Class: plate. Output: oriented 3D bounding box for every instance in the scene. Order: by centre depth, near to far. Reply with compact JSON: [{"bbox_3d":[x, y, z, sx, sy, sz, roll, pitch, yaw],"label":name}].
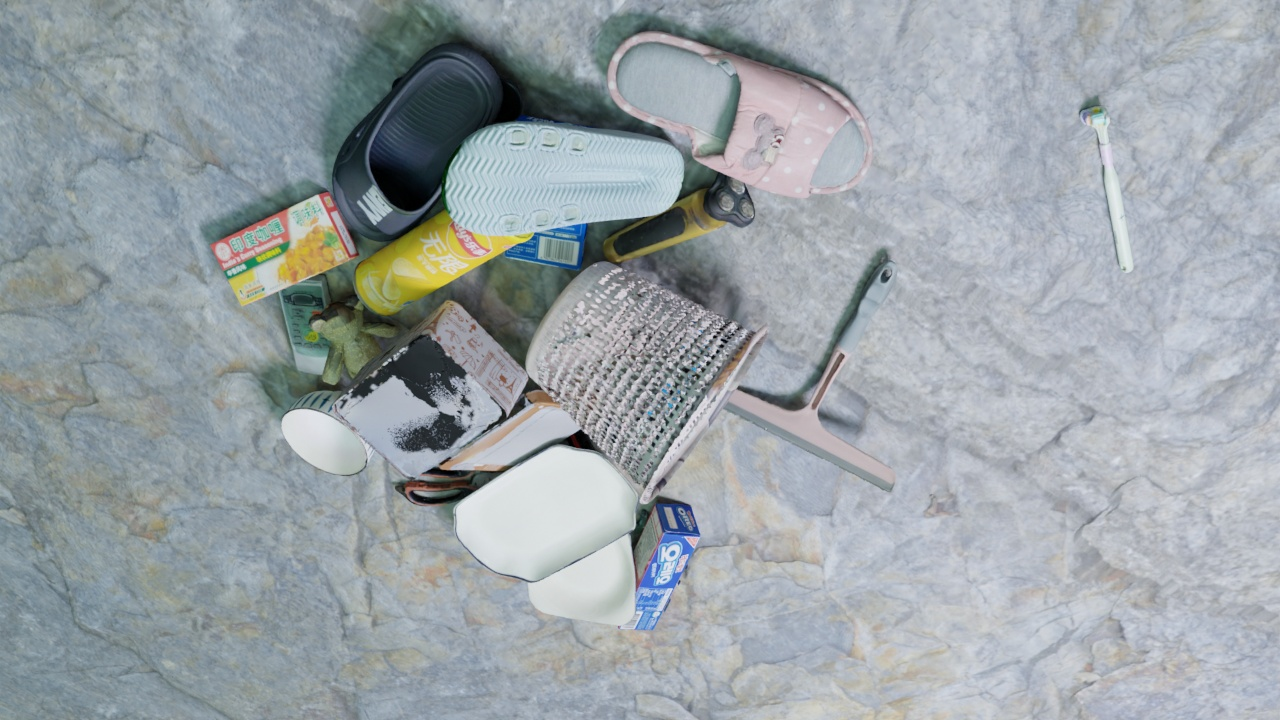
[{"bbox_3d":[-0.121,0.192,1.179,0.266,0.034,0.162,-34,110,27],"label":"plate"},{"bbox_3d":[-0.080,0.273,1.244,0.164,0.034,0.164,3,107,21],"label":"plate"}]

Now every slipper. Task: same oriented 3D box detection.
[{"bbox_3d":[0.098,-0.233,0.879,0.274,0.054,0.114,21,121,-9],"label":"slipper"},{"bbox_3d":[-0.073,-0.182,0.890,0.245,0.074,0.104,-7,116,-25],"label":"slipper"},{"bbox_3d":[-0.239,-0.201,0.913,0.110,0.083,0.269,39,131,-17],"label":"slipper"}]

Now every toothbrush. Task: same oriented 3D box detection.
[{"bbox_3d":[0.467,-0.164,0.910,0.020,0.029,0.189,-40,122,-17],"label":"toothbrush"}]

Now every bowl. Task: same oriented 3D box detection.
[{"bbox_3d":[-0.379,0.081,1.144,0.116,0.066,0.117,10,133,11],"label":"bowl"}]

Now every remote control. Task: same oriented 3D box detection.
[{"bbox_3d":[-0.180,-0.263,0.910,0.136,0.024,0.053,5,134,13],"label":"remote control"},{"bbox_3d":[-0.393,-0.042,1.095,0.056,0.019,0.135,4,125,3],"label":"remote control"}]

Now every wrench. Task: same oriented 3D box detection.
[{"bbox_3d":[-0.062,0.128,1.175,0.056,0.016,0.273,-19,121,14],"label":"wrench"}]

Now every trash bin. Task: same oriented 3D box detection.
[{"bbox_3d":[-0.005,0.006,0.969,0.192,0.226,0.228,35,124,9],"label":"trash bin"}]

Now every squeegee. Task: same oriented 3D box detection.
[{"bbox_3d":[0.228,-0.007,1.035,0.248,0.040,0.250,27,119,8],"label":"squeegee"}]

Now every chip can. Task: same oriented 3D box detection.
[{"bbox_3d":[-0.211,-0.117,0.971,0.214,0.071,0.072,-23,119,31],"label":"chip can"}]

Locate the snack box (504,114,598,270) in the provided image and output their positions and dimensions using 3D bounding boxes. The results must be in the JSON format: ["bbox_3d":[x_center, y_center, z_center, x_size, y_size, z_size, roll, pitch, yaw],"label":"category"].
[{"bbox_3d":[-0.094,-0.174,0.963,0.084,0.026,0.157,10,125,-1],"label":"snack box"}]

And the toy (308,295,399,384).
[{"bbox_3d":[-0.332,-0.007,1.086,0.105,0.066,0.157,-35,136,-21],"label":"toy"}]

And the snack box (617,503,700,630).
[{"bbox_3d":[0.019,0.282,1.241,0.057,0.058,0.208,7,127,-18],"label":"snack box"}]

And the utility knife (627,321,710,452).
[{"bbox_3d":[0.031,0.040,1.101,0.034,0.018,0.217,23,123,-11],"label":"utility knife"}]

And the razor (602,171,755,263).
[{"bbox_3d":[0.035,-0.142,0.953,0.168,0.067,0.062,-20,96,26],"label":"razor"}]

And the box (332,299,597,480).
[{"bbox_3d":[-0.187,0.060,1.038,0.179,0.124,0.273,-33,133,29],"label":"box"}]

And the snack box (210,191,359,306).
[{"bbox_3d":[-0.397,-0.123,1.023,0.156,0.027,0.077,-19,102,19],"label":"snack box"}]

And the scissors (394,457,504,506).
[{"bbox_3d":[-0.222,0.147,1.208,0.196,0.015,0.206,38,120,-18],"label":"scissors"}]
